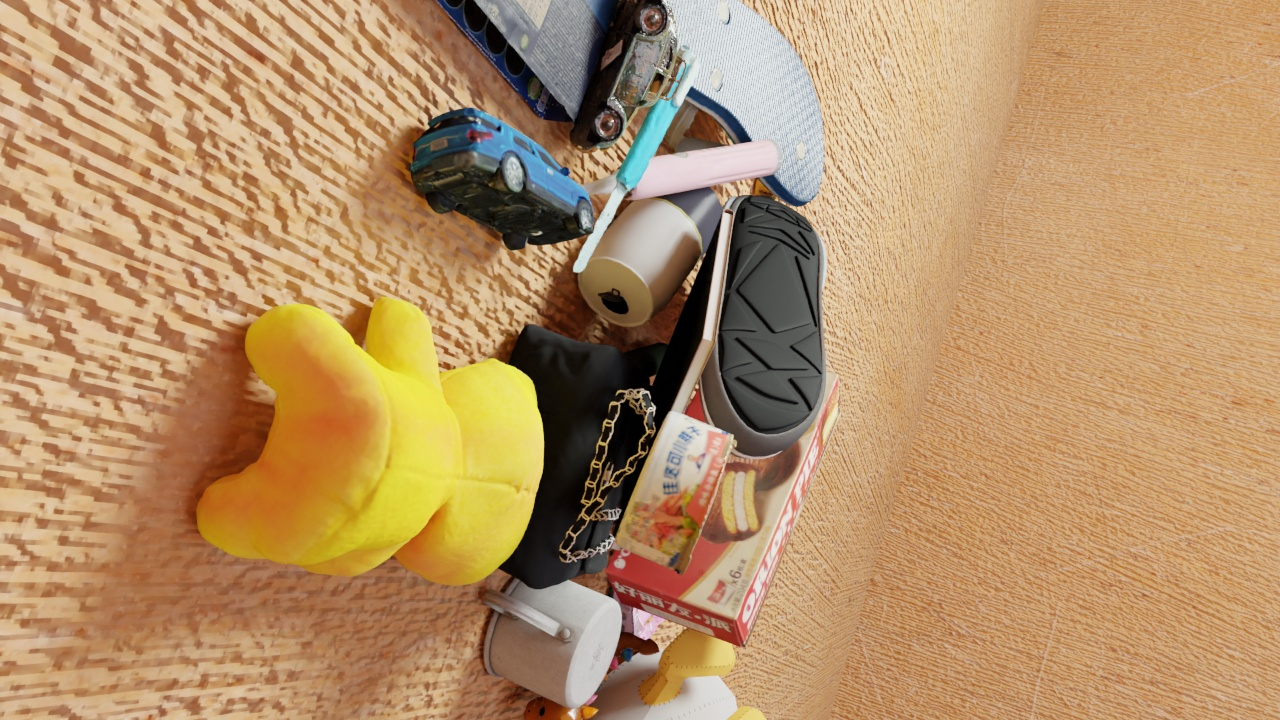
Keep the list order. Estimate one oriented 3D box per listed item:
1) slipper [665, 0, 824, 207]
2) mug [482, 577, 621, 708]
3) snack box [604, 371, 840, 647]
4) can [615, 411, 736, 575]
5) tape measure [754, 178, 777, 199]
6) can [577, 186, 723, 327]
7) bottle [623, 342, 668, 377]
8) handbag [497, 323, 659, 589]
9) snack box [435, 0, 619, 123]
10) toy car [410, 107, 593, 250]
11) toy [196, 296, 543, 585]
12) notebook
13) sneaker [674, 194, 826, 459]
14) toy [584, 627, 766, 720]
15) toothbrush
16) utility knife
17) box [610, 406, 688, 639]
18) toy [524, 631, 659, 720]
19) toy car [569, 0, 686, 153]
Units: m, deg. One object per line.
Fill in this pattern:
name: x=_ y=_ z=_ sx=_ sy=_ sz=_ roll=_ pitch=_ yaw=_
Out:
slipper: x=0.060 y=-0.207 z=0.688 sx=0.294 sy=0.060 sz=0.118 roll=20 pitch=81 yaw=-53
mug: x=-0.065 y=0.191 z=0.645 sx=0.084 sy=0.070 sz=0.113 roll=-64 pitch=156 yaw=-22
snack box: x=0.075 y=0.103 z=0.758 sx=0.235 sy=0.113 sz=0.060 roll=-60 pitch=150 yaw=-29
can: x=0.020 y=0.075 z=0.528 sx=0.086 sy=0.043 sz=0.086 roll=25 pitch=87 yaw=-85
tape measure: x=0.139 y=-0.190 z=0.898 sx=0.068 sy=0.030 sz=0.059 roll=-27 pitch=131 yaw=-59
can: x=0.006 y=-0.076 z=0.639 sx=0.127 sy=0.064 sz=0.064 roll=-54 pitch=149 yaw=-38
bottle: x=-0.004 y=0.004 z=0.714 sx=0.105 sy=0.025 sz=0.025 roll=-18 pitch=121 yaw=-62
handbag: x=-0.031 y=0.068 z=0.589 sx=0.125 sy=0.115 sz=0.153 roll=25 pitch=78 yaw=-66
snack box: x=-0.060 y=-0.195 z=0.470 sx=0.150 sy=0.027 sz=0.082 roll=38 pitch=68 yaw=-65
toy car: x=-0.068 y=-0.093 z=0.482 sx=0.120 sy=0.056 sz=0.043 roll=24 pitch=60 yaw=-60
toy: x=-0.106 y=0.044 z=0.447 sx=0.193 sy=0.087 sz=0.134 roll=33 pitch=71 yaw=-64
notebook: x=0.021 y=0.017 z=0.634 sx=0.141 sy=0.008 sz=0.210 roll=-77 pitch=-174 yaw=-49
sneaker: x=0.066 y=-0.001 z=0.702 sx=0.161 sy=0.093 sz=0.256 roll=123 pitch=-15 yaw=-44
toy: x=0.000 y=0.328 z=0.787 sx=0.246 sy=0.140 sz=0.268 roll=-7 pitch=150 yaw=-36
toothbrush: x=0.013 y=-0.122 z=0.603 sx=0.222 sy=0.027 sz=0.026 roll=-18 pitch=113 yaw=-38
utility knife: x=-0.003 y=-0.125 z=0.565 sx=0.168 sy=0.015 sz=0.022 roll=-63 pitch=144 yaw=-19
box: x=0.027 y=0.139 z=0.852 sx=0.159 sy=0.035 sz=0.231 roll=-30 pitch=131 yaw=-57
toy: x=-0.037 y=0.246 z=0.699 sx=0.090 sy=0.103 sz=0.071 roll=-78 pitch=151 yaw=-58
toy car: x=-0.002 y=-0.172 z=0.548 sx=0.047 sy=0.047 sz=0.112 roll=18 pitch=105 yaw=-29
